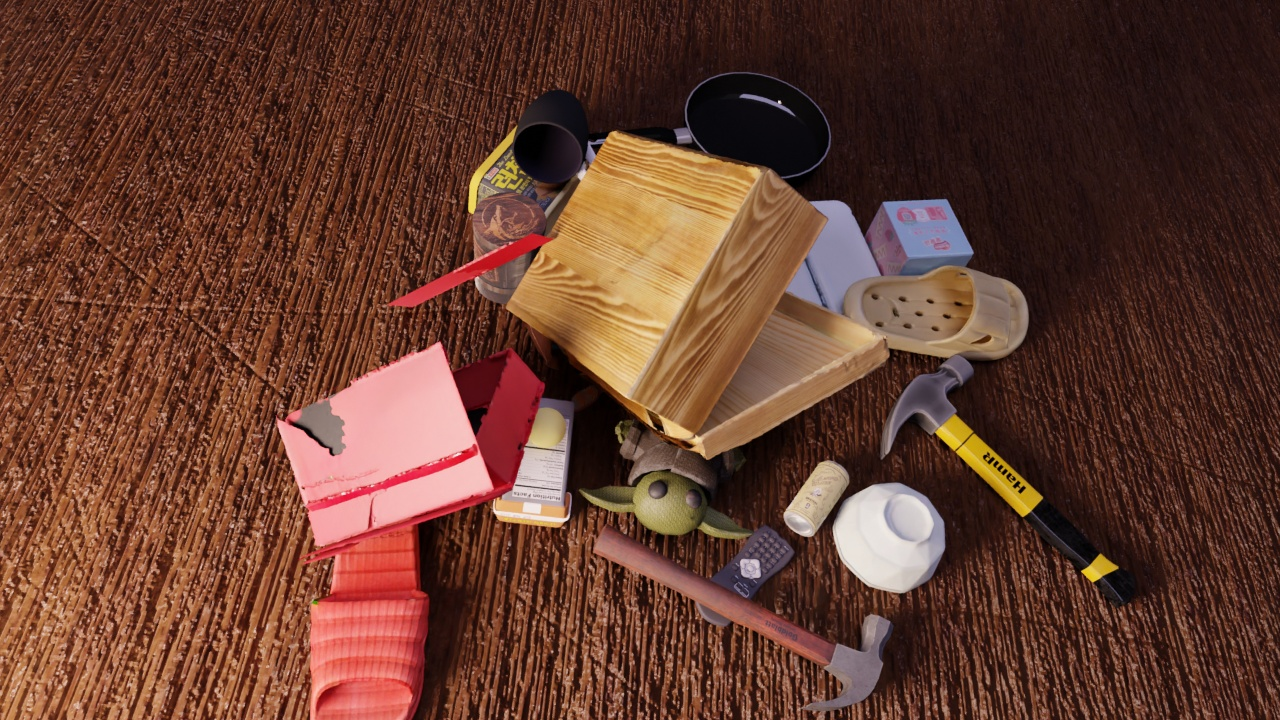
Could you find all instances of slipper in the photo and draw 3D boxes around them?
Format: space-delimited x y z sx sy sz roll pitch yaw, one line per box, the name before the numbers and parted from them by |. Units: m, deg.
slipper | -0.244 0.229 0.832 0.103 0.059 0.248 2 56 -9
slipper | 0.372 -0.060 1.102 0.261 0.079 0.111 1 76 -17

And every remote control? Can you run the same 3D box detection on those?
remote control | 0.105 0.219 0.932 0.046 0.009 0.124 42 60 16

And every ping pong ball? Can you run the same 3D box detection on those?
ping pong ball | -0.094 0.067 0.913 0.040 0.040 0.040 5 57 -8

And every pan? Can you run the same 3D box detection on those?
pan | 0.087 -0.302 1.242 0.355 0.044 0.204 -10 60 -16

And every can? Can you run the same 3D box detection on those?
can | -0.134 -0.218 1.132 0.101 0.073 0.130 29 57 5
can | 0.188 0.146 0.977 0.038 0.038 0.079 35 58 12

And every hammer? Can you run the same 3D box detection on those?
hammer | 0.413 0.145 1.027 0.169 0.034 0.324 -35 71 -26
hammer | 0.092 0.241 0.893 0.300 0.028 0.110 27 60 3

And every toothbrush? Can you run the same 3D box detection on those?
toothbrush | -0.006 0.006 1.046 0.184 0.016 0.015 -32 62 -28

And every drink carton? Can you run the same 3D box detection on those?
drink carton | -0.106 0.104 0.943 0.076 0.049 0.124 7 57 -6

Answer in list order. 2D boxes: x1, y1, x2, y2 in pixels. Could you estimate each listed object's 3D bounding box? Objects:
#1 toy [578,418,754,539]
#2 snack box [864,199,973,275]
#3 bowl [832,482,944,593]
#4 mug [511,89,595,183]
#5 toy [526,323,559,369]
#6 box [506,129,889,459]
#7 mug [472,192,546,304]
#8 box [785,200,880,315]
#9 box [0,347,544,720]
toy | 0.038 0.106 0.950 0.179 0.078 0.152 15 57 -4
snack box | 0.351 -0.144 1.169 0.093 0.080 0.094 -5 57 -14
bowl | 0.267 0.177 0.958 0.117 0.061 0.117 5 56 -8
mug | -0.090 -0.262 1.089 0.119 0.085 0.100 38 38 -27
toy | -0.085 -0.043 1.052 0.090 0.071 0.103 -8 82 -30
box | 0.054 -0.038 0.938 0.269 0.264 0.279 -57 37 1
mug | -0.157 -0.140 1.055 0.080 0.107 0.115 -13 61 -18
box | 0.211 -0.117 1.154 0.189 0.038 0.208 -4 59 -16
box | -0.254 0.132 0.700 0.138 0.215 0.465 62 29 -15
